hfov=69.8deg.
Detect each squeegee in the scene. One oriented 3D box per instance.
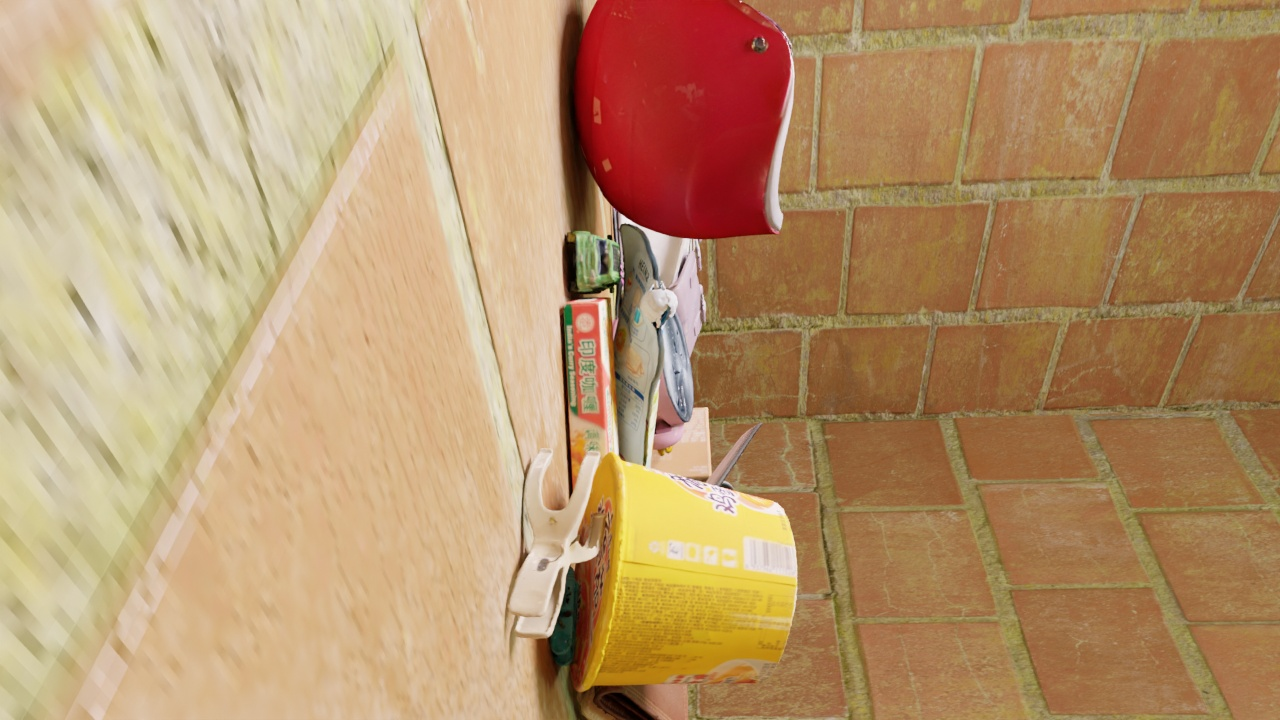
[{"bbox_3d":[0.019,0.199,0.874,0.246,0.040,0.250,-43,157,-56],"label":"squeegee"}]

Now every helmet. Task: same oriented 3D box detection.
[{"bbox_3d":[0.018,-0.202,0.694,0.207,0.144,0.239,82,-6,-58],"label":"helmet"}]

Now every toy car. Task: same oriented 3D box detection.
[{"bbox_3d":[-0.032,-0.069,0.653,0.091,0.036,0.043,-84,171,-86],"label":"toy car"}]

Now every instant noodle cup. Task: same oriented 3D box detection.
[{"bbox_3d":[0.023,0.130,0.547,0.138,0.109,0.138,-171,-89,-79],"label":"instant noodle cup"}]

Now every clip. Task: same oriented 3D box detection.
[{"bbox_3d":[-0.044,0.148,0.533,0.043,0.014,0.056,83,7,-50],"label":"clip"},{"bbox_3d":[-0.041,0.098,0.467,0.093,0.035,0.102,79,14,-57],"label":"clip"}]

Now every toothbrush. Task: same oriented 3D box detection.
[{"bbox_3d":[-0.021,-0.102,0.939,0.014,0.018,0.189,-3,89,-84],"label":"toothbrush"}]

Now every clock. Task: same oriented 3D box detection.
[{"bbox_3d":[0.014,0.020,0.886,0.117,0.060,0.159,-82,156,-51],"label":"clock"}]

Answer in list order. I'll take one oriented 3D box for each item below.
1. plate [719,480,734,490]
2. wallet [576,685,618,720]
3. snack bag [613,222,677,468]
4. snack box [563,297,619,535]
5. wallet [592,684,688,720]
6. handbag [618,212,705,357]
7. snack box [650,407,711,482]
[{"bbox_3d":[0.036,0.199,0.962,0.179,0.024,0.180,-35,142,-33],"label":"plate"},{"bbox_3d":[-0.014,0.239,0.659,0.087,0.024,0.115,-84,154,-46],"label":"wallet"},{"bbox_3d":[-0.004,0.004,0.686,0.110,0.039,0.191,-102,-163,-56],"label":"snack bag"},{"bbox_3d":[-0.033,0.035,0.637,0.077,0.027,0.156,-63,151,-82],"label":"snack box"},{"bbox_3d":[0.000,0.203,0.643,0.124,0.032,0.101,55,27,-45],"label":"wallet"},{"bbox_3d":[0.025,-0.087,1.070,0.197,0.098,0.144,79,16,-63],"label":"handbag"},{"bbox_3d":[0.029,0.104,0.983,0.094,0.093,0.077,78,9,-65],"label":"snack box"}]
